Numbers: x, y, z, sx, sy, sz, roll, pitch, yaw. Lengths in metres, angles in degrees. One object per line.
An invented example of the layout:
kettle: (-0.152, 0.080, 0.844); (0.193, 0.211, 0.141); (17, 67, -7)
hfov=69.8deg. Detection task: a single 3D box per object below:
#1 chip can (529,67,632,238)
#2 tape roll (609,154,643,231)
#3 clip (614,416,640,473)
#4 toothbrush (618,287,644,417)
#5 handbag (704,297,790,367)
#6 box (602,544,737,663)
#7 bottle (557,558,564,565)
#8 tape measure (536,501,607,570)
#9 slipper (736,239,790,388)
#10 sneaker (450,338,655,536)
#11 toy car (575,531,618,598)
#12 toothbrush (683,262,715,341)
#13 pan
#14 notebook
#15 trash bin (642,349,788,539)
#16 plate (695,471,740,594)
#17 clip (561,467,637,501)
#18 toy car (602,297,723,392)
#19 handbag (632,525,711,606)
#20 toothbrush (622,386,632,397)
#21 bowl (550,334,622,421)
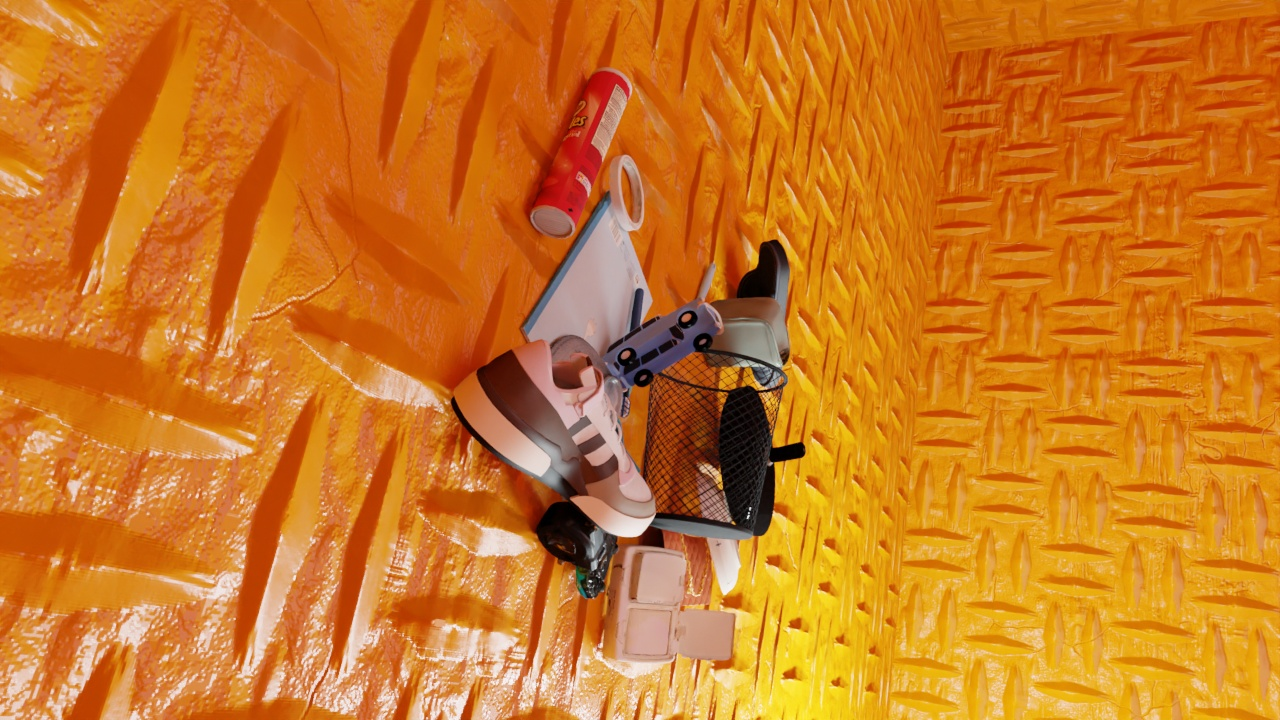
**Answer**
chip can: (-0.064, -0.232, 1.013); (0.052, 0.052, 0.214); (58, 43, -48)
tape roll: (-0.016, -0.207, 1.135); (0.093, 0.013, 0.093); (-5, 90, -72)
clip: (-0.042, 0.129, 1.112); (0.119, 0.030, 0.130); (-55, 140, -50)
toothbrush: (-0.011, -0.011, 1.151); (0.014, 0.014, 0.167); (43, 53, -72)
handbag: (0.156, -0.039, 1.392); (0.067, 0.122, 0.106); (-59, 139, -47)
box: (0.044, 0.313, 1.173); (0.184, 0.044, 0.143); (11, 79, -30)
bottle: (-0.072, 0.190, 1.053); (0.105, 0.025, 0.025); (-63, 144, -41)
tape measure: (-0.075, 0.188, 0.993); (0.071, 0.072, 0.042); (82, 30, -42)
slipper: (0.186, -0.071, 1.511); (0.108, 0.083, 0.266); (-116, -160, -52)
sneaker: (-0.053, 0.073, 0.926); (0.116, 0.111, 0.294); (-42, 131, 5)
toy car: (-0.054, 0.232, 1.084); (0.105, 0.032, 0.048); (-68, 147, -45)
toothbrush: (0.088, -0.087, 1.368); (0.022, 0.016, 0.154); (31, 56, -17)
pan: (0.166, 0.140, 1.314); (0.357, 0.034, 0.225); (131, -44, -78)
notebook: (-0.054, -0.057, 1.091); (0.252, 0.009, 0.181); (-63, 145, -39)
trash bin: (0.086, 0.113, 1.182); (0.184, 0.184, 0.210); (37, 58, -58)
plate: (0.118, 0.249, 1.346); (0.182, 0.034, 0.182); (-12, 89, -84)
clip: (-0.054, 0.124, 1.067); (0.101, 0.052, 0.059); (-24, 107, -43)
toy car: (0.025, -0.022, 1.098); (0.056, 0.153, 0.054); (53, 10, -40)
handbag: (0.056, 0.286, 1.282); (0.171, 0.060, 0.108); (26, 65, -61)
toothbrush: (-0.007, 0.007, 1.186); (0.134, 0.017, 0.022); (-66, 147, -32)
bowl: (-0.057, 0.041, 1.019); (0.136, 0.057, 0.137); (-15, 107, -61)
